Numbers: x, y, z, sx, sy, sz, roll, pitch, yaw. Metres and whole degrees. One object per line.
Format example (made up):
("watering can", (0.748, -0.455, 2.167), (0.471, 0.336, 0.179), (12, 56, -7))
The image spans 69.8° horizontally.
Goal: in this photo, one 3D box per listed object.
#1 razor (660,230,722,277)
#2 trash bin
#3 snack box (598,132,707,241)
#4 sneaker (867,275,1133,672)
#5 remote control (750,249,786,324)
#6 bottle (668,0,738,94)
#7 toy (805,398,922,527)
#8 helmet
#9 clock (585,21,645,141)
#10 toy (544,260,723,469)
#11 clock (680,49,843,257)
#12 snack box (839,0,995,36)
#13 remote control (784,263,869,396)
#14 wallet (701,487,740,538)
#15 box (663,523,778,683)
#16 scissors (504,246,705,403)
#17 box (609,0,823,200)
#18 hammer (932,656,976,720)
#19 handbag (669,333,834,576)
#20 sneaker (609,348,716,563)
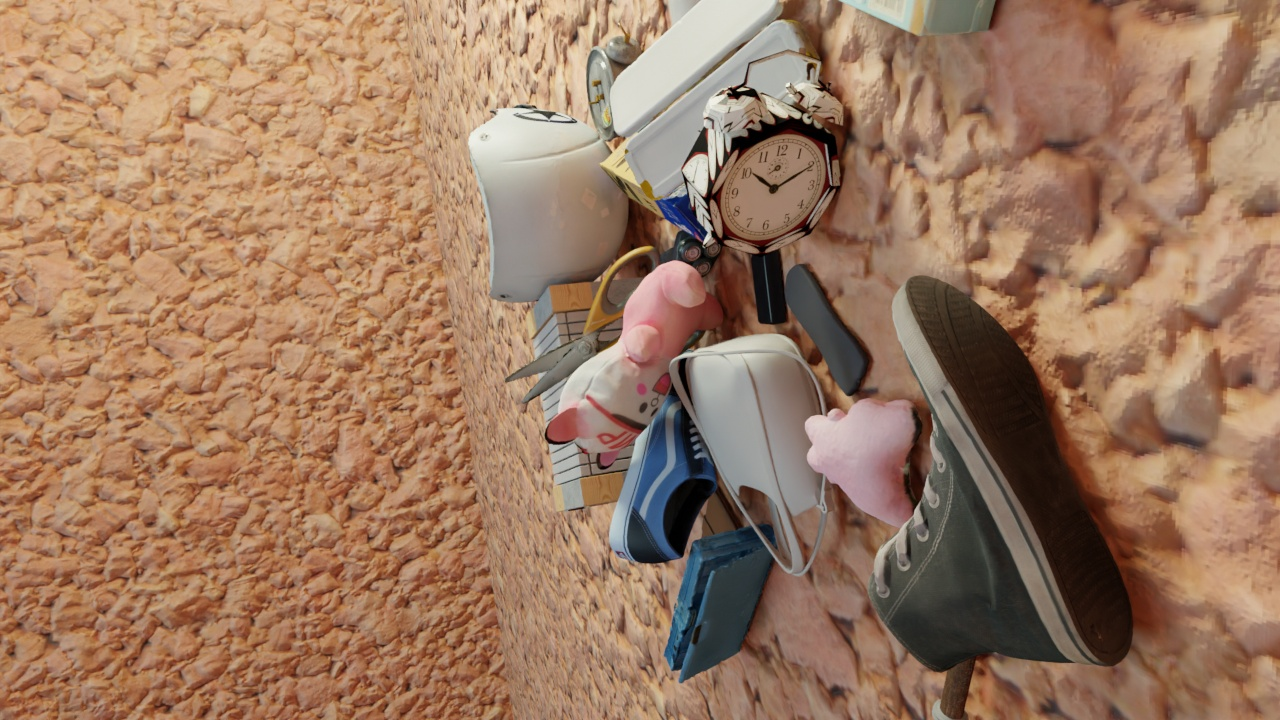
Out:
("razor", (0.043, -0.107, 0.965), (0.143, 0.047, 0.052), (176, 82, -75))
("trash bin", (-0.034, 0.043, 1.086), (0.143, 0.142, 0.246), (146, 116, -70))
("snack box", (0.027, -0.178, 0.917), (0.057, 0.056, 0.207), (46, 179, -31))
("sneaker", (0.183, 0.070, 0.549), (0.120, 0.095, 0.234), (-32, 77, 47))
("remote control", (0.109, -0.100, 0.817), (0.032, 0.015, 0.136), (-165, 66, -69))
("bottle", (0.062, -0.263, 0.809), (0.052, 0.052, 0.195), (170, 89, -71))
("toy", (0.166, 0.072, 0.685), (0.093, 0.050, 0.102), (12, 116, 41))
("helmet", (-0.094, -0.191, 1.110), (0.263, 0.164, 0.237), (-64, -29, -73))
("clock", (-0.027, -0.312, 1.030), (0.148, 0.056, 0.103), (101, 151, -52))
("toy", (-0.005, 0.005, 0.895), (0.084, 0.213, 0.142), (31, 177, 20))
("clock", (0.091, -0.160, 0.689), (0.065, 0.114, 0.155), (-121, 30, -45))
("snack box", (0.149, -0.259, 0.563), (0.174, 0.053, 0.075), (-127, 31, -49))
("remote control", (0.150, -0.029, 0.750), (0.047, 0.009, 0.124), (102, 151, -48))
("wallet", (0.091, 0.213, 1.042), (0.087, 0.013, 0.121), (-121, 27, -45))
("box", (0.084, 0.262, 0.970), (0.232, 0.093, 0.048), (99, 156, -43))
("scissors", (-0.049, -0.033, 0.970), (0.016, 0.226, 0.162), (-89, -20, -69))
("box", (0.053, -0.232, 0.767), (0.210, 0.038, 0.129), (-28, 76, 46))
("hammer", (0.223, 0.220, 0.642), (0.156, 0.043, 0.323), (-133, 39, -57))
("handbag", (0.109, 0.090, 0.813), (0.216, 0.095, 0.222), (177, 77, -75))
("sneaker", (0.049, 0.097, 0.950), (0.098, 0.083, 0.240), (-3, 58, 35))
